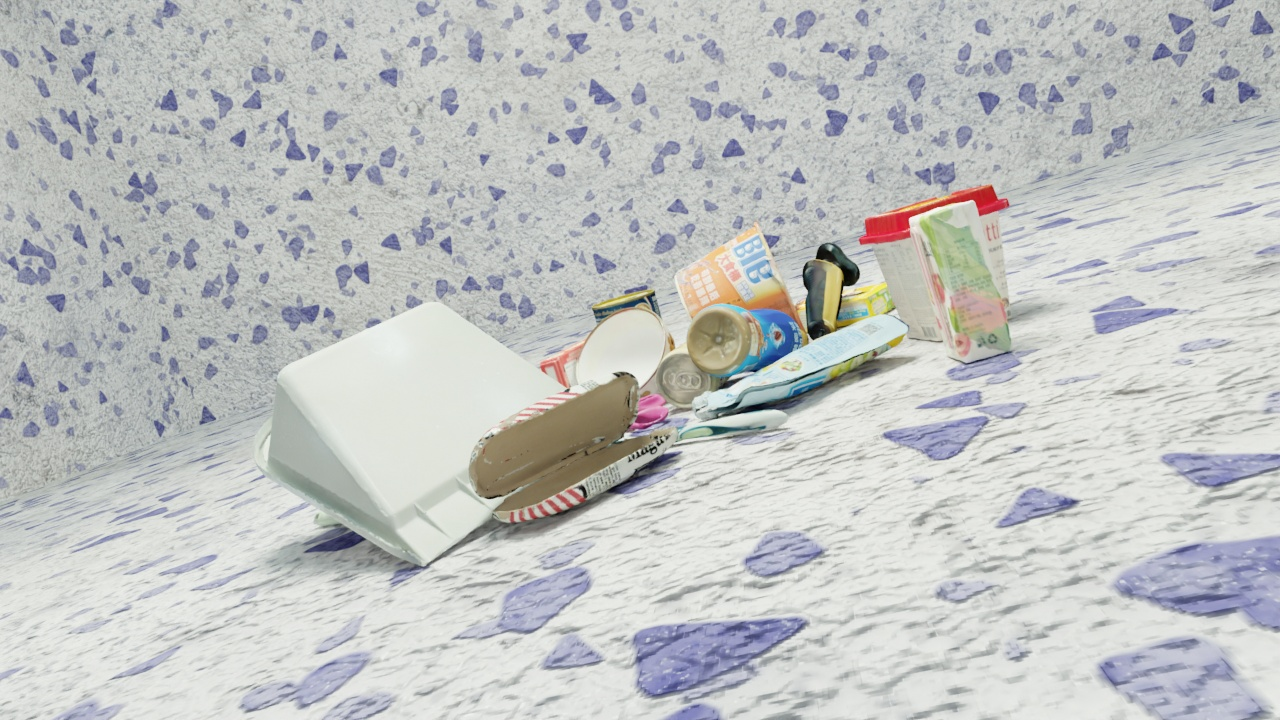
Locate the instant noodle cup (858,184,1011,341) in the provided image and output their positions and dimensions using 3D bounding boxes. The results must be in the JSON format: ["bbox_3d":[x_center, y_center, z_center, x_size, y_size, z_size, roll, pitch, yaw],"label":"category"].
[{"bbox_3d":[0.282,-0.089,0.859,0.116,0.124,0.116,-17,7,-7],"label":"instant noodle cup"}]

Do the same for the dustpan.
[{"bbox_3d":[-0.193,0.064,0.770,0.222,0.258,0.143,-33,-25,-43],"label":"dustpan"}]

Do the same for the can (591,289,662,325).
[{"bbox_3d":[-0.006,-0.019,1.057,0.075,0.111,0.075,-15,8,2],"label":"can"}]

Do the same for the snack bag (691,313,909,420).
[{"bbox_3d":[0.136,0.009,0.797,0.190,0.039,0.110,-22,7,-27],"label":"snack bag"}]

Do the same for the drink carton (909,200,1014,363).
[{"bbox_3d":[0.252,-0.062,0.731,0.045,0.122,0.053,-18,8,2],"label":"drink carton"}]

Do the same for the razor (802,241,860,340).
[{"bbox_3d":[0.216,-0.074,1.050,0.068,0.062,0.167,9,36,9],"label":"razor"}]

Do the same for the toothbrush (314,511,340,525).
[{"bbox_3d":[-0.227,0.130,0.794,0.190,0.029,0.020,-13,-34,38],"label":"toothbrush"}]

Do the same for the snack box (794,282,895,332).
[{"bbox_3d":[0.240,-0.063,1.133,0.141,0.034,0.086,-8,12,42],"label":"snack box"}]

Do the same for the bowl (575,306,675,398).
[{"bbox_3d":[-0.006,0.006,0.981,0.114,0.113,0.062,-12,-33,33],"label":"bowl"}]

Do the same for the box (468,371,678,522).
[{"bbox_3d":[-0.041,0.072,0.670,0.088,0.076,0.162,32,38,31],"label":"box"}]

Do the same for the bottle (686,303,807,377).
[{"bbox_3d":[0.116,-0.020,0.894,0.065,0.065,0.218,-13,-5,28],"label":"bottle"}]

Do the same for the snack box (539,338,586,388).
[{"bbox_3d":[-0.062,0.018,1.039,0.025,0.075,0.152,-14,8,21],"label":"snack box"}]

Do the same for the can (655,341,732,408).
[{"bbox_3d":[0.059,0.007,0.913,0.059,0.058,0.116,-14,7,22],"label":"can"}]

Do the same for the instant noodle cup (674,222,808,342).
[{"bbox_3d":[0.113,-0.068,1.053,0.111,0.151,0.151,-24,6,10],"label":"instant noodle cup"}]

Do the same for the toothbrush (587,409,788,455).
[{"bbox_3d":[0.031,0.061,0.737,0.192,0.016,0.018,-13,18,33],"label":"toothbrush"}]

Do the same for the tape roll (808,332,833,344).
[{"bbox_3d":[0.214,-0.020,0.937,0.086,0.014,0.085,-17,7,2],"label":"tape roll"}]

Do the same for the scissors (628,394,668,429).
[{"bbox_3d":[-0.028,0.063,0.868,0.134,0.017,0.113,-24,14,-19],"label":"scissors"}]
